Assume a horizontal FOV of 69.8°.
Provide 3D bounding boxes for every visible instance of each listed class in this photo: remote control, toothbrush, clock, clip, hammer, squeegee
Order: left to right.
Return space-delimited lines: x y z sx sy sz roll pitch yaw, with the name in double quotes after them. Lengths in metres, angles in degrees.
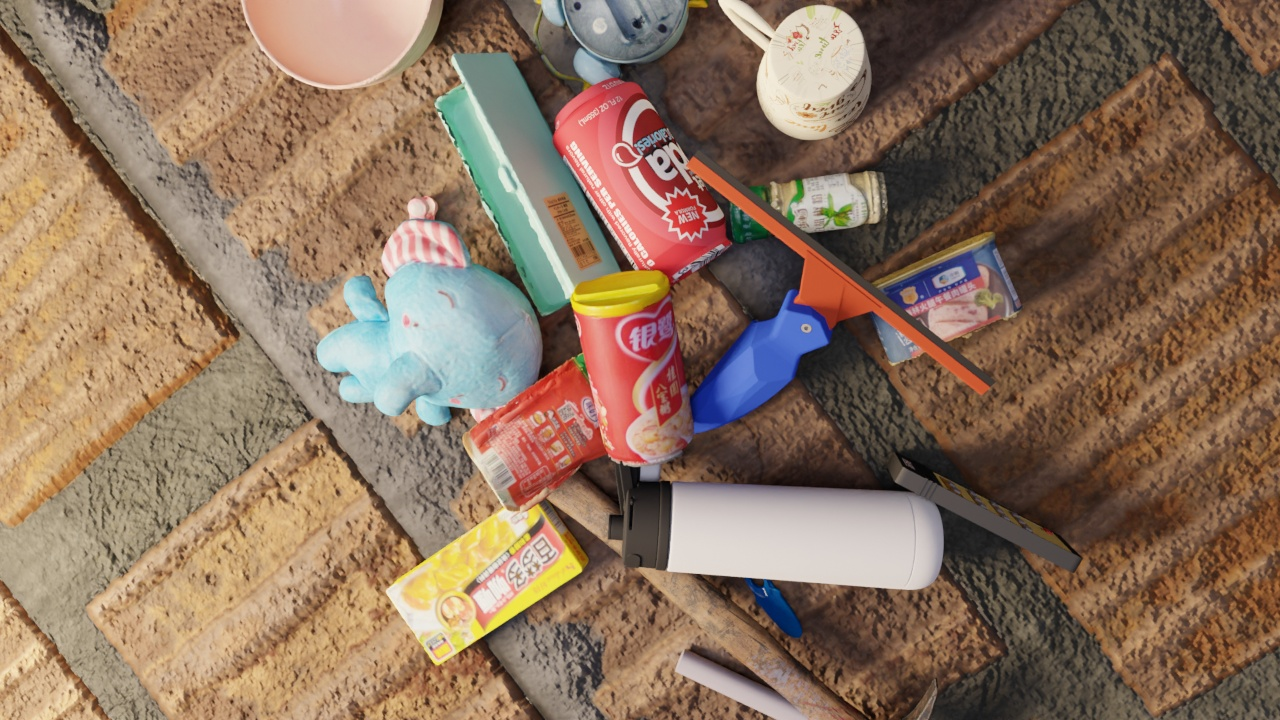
-0.170 -0.102 0.718 0.023 0.043 0.060 9 125 11 "clip"
-0.020 -0.250 0.657 0.125 0.051 0.089 -28 95 13 "clock"
0.061 0.183 0.689 0.330 0.033 0.120 39 98 9 "hammer"
0.084 0.159 0.702 0.021 0.016 0.132 -35 89 23 "toothbrush"
0.083 0.001 0.637 0.249 0.055 0.185 36 132 -9 "squeegee"
0.116 0.272 0.708 0.188 0.018 0.019 23 97 7 "toothbrush"
0.240 0.105 0.649 0.133 0.058 0.013 27 100 5 "remote control"

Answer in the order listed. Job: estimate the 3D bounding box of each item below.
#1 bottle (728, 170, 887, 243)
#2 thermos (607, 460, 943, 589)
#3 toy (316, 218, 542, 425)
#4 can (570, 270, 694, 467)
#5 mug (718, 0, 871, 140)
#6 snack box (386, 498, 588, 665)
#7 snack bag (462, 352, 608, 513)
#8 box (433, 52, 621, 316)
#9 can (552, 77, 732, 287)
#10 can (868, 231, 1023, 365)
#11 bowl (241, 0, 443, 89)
0.119 -0.110 0.655 0.110 0.042 0.042 -6 95 9 "bottle"
0.092 0.109 0.662 0.230 0.069 0.101 4 54 0 "thermos"
-0.162 -0.006 0.678 0.181 0.114 0.183 -17 119 15 "toy"
-0.004 0.004 0.634 0.067 0.066 0.124 -7 114 10 "can"
0.102 -0.209 0.618 0.122 0.097 0.081 41 101 3 "mug"
-0.123 0.172 0.734 0.152 0.025 0.075 -35 90 12 "snack box"
-0.050 0.046 0.683 0.155 0.044 0.087 -33 116 -8 "snack bag"
-0.088 -0.128 0.663 0.077 0.091 0.188 -26 91 10 "box"
0.001 -0.125 0.656 0.074 0.074 0.142 -33 90 11 "can"
0.209 -0.043 0.640 0.100 0.054 0.059 -25 93 12 "can"
-0.207 -0.271 0.675 0.153 0.076 0.153 1 95 10 "bowl"
